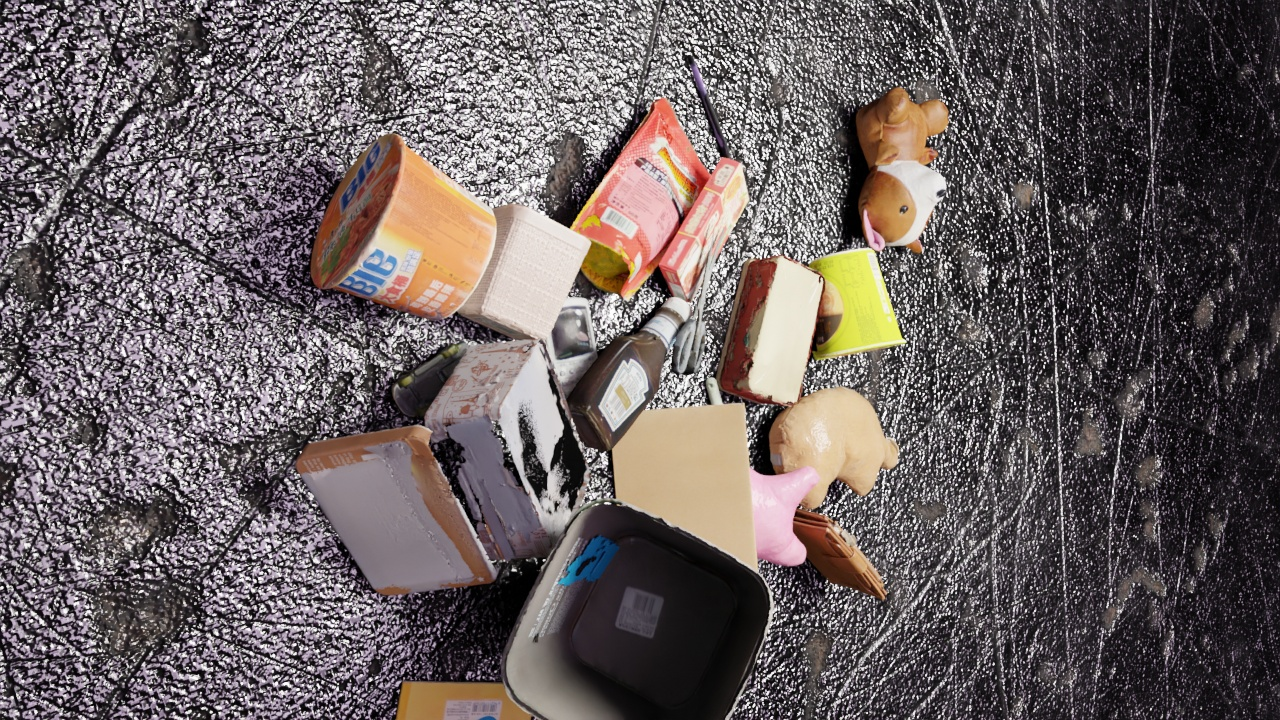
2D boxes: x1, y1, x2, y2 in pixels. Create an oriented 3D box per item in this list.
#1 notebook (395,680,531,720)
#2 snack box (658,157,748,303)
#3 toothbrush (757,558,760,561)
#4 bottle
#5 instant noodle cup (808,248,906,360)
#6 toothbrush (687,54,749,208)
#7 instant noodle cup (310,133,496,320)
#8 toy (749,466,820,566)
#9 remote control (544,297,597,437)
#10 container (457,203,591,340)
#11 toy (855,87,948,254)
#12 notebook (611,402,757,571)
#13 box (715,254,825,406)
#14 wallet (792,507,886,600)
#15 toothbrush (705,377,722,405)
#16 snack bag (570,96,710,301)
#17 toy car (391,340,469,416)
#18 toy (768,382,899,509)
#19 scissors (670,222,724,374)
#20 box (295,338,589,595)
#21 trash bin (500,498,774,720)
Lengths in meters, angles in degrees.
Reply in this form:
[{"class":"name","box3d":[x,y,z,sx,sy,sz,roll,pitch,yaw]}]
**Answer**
[{"class":"notebook","box3d":[-0.186,0.425,0.916,0.145,0.010,0.206,12,84,-30]},{"class":"snack box","box3d":[0.074,-0.146,1.035,0.152,0.025,0.075,-60,156,-16]},{"class":"toothbrush","box3d":[0.076,0.264,1.069,0.180,0.018,0.016,-26,106,-27]},{"class":"bottle","box3d":[-0.006,0.006,0.986,0.194,0.044,0.080,-52,131,-32]},{"class":"instant noodle cup","box3d":[0.257,-0.070,1.128,0.111,0.112,0.123,-9,86,-31]},{"class":"toothbrush","box3d":[0.093,-0.268,1.077,0.016,0.014,0.189,-31,105,-35]},{"class":"instant noodle cup","box3d":[-0.209,-0.111,0.827,0.111,0.152,0.151,26,77,-37]},{"class":"toy","box3d":[0.112,0.165,1.039,0.194,0.074,0.178,-16,101,-3]},{"class":"remote control","box3d":[-0.071,0.008,0.976,0.058,0.021,0.150,-14,98,-30]},{"class":"container","box3d":[-0.120,-0.083,0.909,0.090,0.090,0.111,25,81,-29]},{"class":"toy","box3d":[0.333,-0.235,1.165,0.140,0.131,0.199,1,99,-37]},{"class":"notebook","box3d":[0.047,0.156,0.999,0.149,0.012,0.211,-5,93,9]},{"class":"box","box3d":[0.158,-0.035,1.079,0.091,0.077,0.168,19,80,-30]},{"class":"wallet","box3d":[0.229,0.230,1.105,0.132,0.108,0.031,48,70,-22]},{"class":"toothbrush","box3d":[0.106,0.111,1.083,0.020,0.029,0.189,-37,113,-70]},{"class":"snack bag","box3d":[0.008,-0.174,1.001,0.128,0.073,0.207,49,59,-29]},{"class":"toy car","box3d":[-0.200,0.019,0.891,0.090,0.035,0.042,-38,107,-27]},{"class":"toy","box3d":[0.254,0.099,1.142,0.225,0.083,0.143,-7,94,-35]},{"class":"scissors","box3d":[0.066,-0.060,1.019,0.163,0.014,0.165,86,28,-43]},{"class":"box","box3d":[-0.169,0.096,0.865,0.157,0.205,0.181,-78,153,-55]},{"class":"trash bin","box3d":[0.003,0.254,0.877,0.199,0.220,0.199,26,82,9]}]
